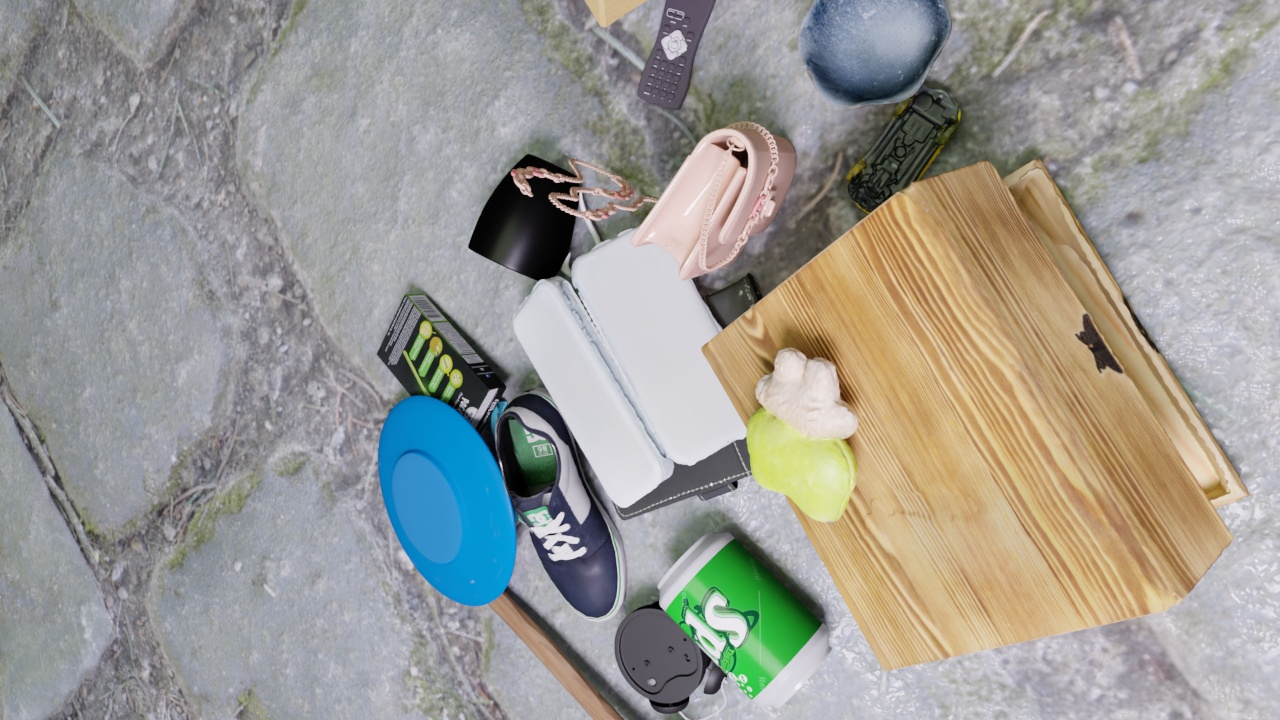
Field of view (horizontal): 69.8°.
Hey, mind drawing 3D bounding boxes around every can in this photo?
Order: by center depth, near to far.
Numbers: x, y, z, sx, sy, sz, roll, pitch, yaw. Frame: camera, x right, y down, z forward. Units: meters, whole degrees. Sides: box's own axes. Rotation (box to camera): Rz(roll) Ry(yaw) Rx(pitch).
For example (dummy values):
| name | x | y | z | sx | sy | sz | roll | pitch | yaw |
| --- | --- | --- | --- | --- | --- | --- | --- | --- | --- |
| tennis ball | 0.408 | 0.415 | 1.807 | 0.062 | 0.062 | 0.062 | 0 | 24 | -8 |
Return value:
| name | x | y | z | sx | sy | sz | roll | pitch | yaw |
| --- | --- | --- | --- | --- | --- | --- | --- | --- | --- |
| can | 0.088 | 0.220 | 0.785 | 0.140 | 0.087 | 0.088 | 43 | 113 | 16 |

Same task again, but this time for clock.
| name | x | y | z | sx | sy | sz | roll | pitch | yaw |
| --- | --- | --- | --- | --- | --- | --- | --- | --- | --- |
| clock | 0.031 | 0.276 | 0.846 | 0.091 | 0.042 | 0.120 | -39 | 79 | 26 |

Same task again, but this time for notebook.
| name | x | y | z | sx | sy | sz | roll | pitch | yaw |
| --- | --- | --- | --- | --- | --- | --- | --- | --- | --- |
| notebook | 0.040 | 0.041 | 0.820 | 0.210 | 0.029 | 0.169 | -25 | 83 | 31 |

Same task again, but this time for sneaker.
| name | x | y | z | sx | sy | sz | roll | pitch | yaw |
| --- | --- | --- | --- | --- | --- | --- | --- | --- | --- |
| sneaker | -0.079 | 0.146 | 0.851 | 0.084 | 0.079 | 0.235 | -16 | 101 | 18 |

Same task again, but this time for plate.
| name | x | y | z | sx | sy | sz | roll | pitch | yaw |
| --- | --- | --- | --- | --- | --- | --- | --- | --- | --- |
| plate | -0.208 | 0.146 | 0.928 | 0.225 | 0.024 | 0.224 | 15 | 113 | 39 |

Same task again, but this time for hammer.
| name | x | y | z | sx | sy | sz | roll | pitch | yaw |
| --- | --- | --- | --- | --- | --- | --- | --- | --- | --- |
| hammer | -0.058 | 0.317 | 0.889 | 0.328 | 0.052 | 0.098 | 41 | 142 | 23 |

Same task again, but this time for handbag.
| name | x | y | z | sx | sy | sz | roll | pitch | yaw |
| --- | --- | --- | --- | --- | --- | --- | --- | --- | --- |
| handbag | 0.017 | -0.156 | 0.710 | 0.187 | 0.198 | 0.117 | 35 | 111 | 11 |

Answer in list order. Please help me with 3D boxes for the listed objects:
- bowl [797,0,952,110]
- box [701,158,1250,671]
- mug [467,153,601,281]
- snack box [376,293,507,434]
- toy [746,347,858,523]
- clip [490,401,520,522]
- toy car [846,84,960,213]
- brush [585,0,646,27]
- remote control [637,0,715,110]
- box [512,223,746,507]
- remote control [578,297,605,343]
| name | x | y | z | sx | sy | sz | roll | pitch | yaw |
| --- | --- | --- | --- | --- | --- | --- | --- | --- | --- |
| bowl | 0.179 | -0.243 | 0.694 | 0.110 | 0.055 | 0.110 | 4 | 99 | 27 |
| box | 0.231 | 0.039 | 0.664 | 0.259 | 0.220 | 0.279 | -39 | 78 | 49 |
| mug | -0.085 | -0.125 | 0.841 | 0.119 | 0.085 | 0.100 | 24 | 95 | -8 |
| snack box | -0.204 | 0.010 | 0.928 | 0.147 | 0.025 | 0.080 | 45 | 118 | 24 |
| toy | 0.107 | 0.047 | 0.607 | 0.092 | 0.046 | 0.115 | 29 | 128 | 46 |
| clip | -0.121 | 0.088 | 0.911 | 0.121 | 0.033 | 0.119 | -44 | 80 | 24 |
| toy car | 0.203 | -0.160 | 0.707 | 0.049 | 0.030 | 0.107 | 42 | 115 | 18 |
| brush | 0.046 | -0.381 | 0.671 | 0.250 | 0.075 | 0.195 | -17 | 91 | 0 |
| remote control | 0.033 | -0.281 | 0.790 | 0.046 | 0.009 | 0.124 | 25 | 108 | 22 |
| box | -0.013 | 0.007 | 0.791 | 0.186 | 0.084 | 0.210 | -33 | 81 | 28 |
| remote control | -0.043 | -0.038 | 0.849 | 0.136 | 0.011 | 0.050 | -43 | 60 | 20 |
